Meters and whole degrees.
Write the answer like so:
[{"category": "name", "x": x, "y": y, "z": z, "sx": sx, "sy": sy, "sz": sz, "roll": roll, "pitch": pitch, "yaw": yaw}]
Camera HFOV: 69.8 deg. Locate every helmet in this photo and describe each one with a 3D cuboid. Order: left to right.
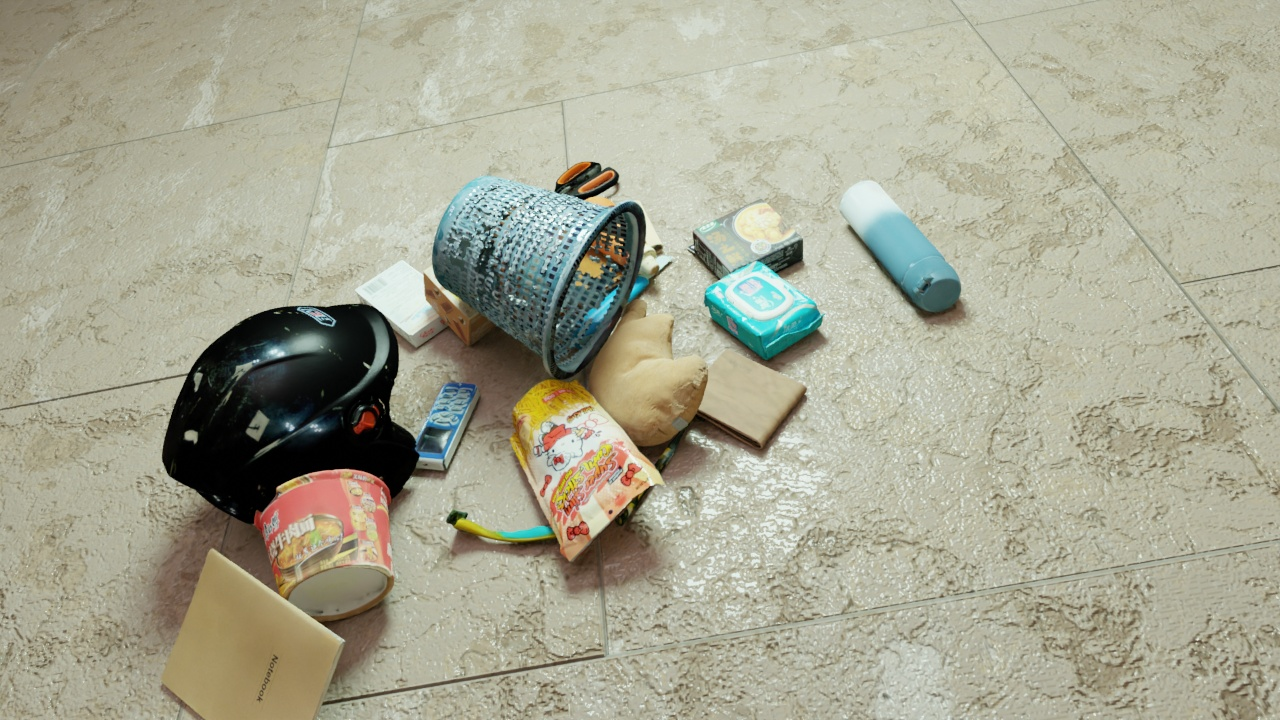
[{"category": "helmet", "x": -0.391, "y": 0.056, "z": 1.027, "sx": 0.234, "sy": 0.230, "sz": 0.275, "roll": 26, "pitch": 96, "yaw": 32}]

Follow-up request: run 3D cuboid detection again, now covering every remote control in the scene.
[{"category": "remote control", "x": -0.235, "y": 0.079, "z": 1.111, "sx": 0.049, "sy": 0.024, "sz": 0.124, "roll": 3, "pitch": 46, "yaw": 16}]

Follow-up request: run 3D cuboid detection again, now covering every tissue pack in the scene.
[{"category": "tissue pack", "x": 0.152, "y": -0.063, "z": 1.140, "sx": 0.093, "sy": 0.050, "sz": 0.133, "roll": -31, "pitch": 48, "yaw": -18}]

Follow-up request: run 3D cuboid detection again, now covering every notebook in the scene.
[{"category": "notebook", "x": -0.380, "y": 0.292, "z": 0.889, "sx": 0.208, "sy": 0.008, "sz": 0.148, "roll": 21, "pitch": 91, "yaw": 30}]

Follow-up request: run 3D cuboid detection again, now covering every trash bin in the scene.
[{"category": "trash bin", "x": -0.129, "y": -0.119, "z": 1.098, "sx": 0.195, "sy": 0.227, "sz": 0.225, "roll": 26, "pitch": 56, "yaw": 16}]

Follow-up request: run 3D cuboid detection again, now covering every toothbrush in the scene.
[{"category": "toothbrush", "x": 0.028, "y": 0.114, "z": 1.025, "sx": 0.017, "sy": 0.012, "sz": 0.185, "roll": 26, "pitch": 56, "yaw": 20}]

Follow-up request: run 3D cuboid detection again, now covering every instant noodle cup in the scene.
[{"category": "instant noodle cup", "x": -0.317, "y": 0.196, "z": 0.949, "sx": 0.138, "sy": 0.138, "sz": 0.108, "roll": -20, "pitch": 54, "yaw": -7}]

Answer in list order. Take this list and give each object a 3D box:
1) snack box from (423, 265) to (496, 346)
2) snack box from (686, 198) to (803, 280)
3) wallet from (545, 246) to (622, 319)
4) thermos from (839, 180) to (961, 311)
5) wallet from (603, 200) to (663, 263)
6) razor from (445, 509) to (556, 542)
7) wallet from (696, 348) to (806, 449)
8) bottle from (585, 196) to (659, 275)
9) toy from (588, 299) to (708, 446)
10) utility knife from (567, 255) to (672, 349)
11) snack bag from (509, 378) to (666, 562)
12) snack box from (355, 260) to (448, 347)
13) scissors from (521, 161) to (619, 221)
[{"category": "snack box", "x": -0.221, "y": -0.092, "z": 1.214, "sx": 0.092, "sy": 0.077, "sz": 0.094, "roll": -39, "pitch": 77, "yaw": -23}, {"category": "snack box", "x": 0.139, "y": -0.159, "z": 1.243, "sx": 0.113, "sy": 0.053, "sz": 0.125, "roll": -27, "pitch": 52, "yaw": -13}, {"category": "wallet", "x": -0.101, "y": -0.107, "z": 1.256, "sx": 0.131, "sy": 0.031, "sz": 0.108, "roll": -34, "pitch": 45, "yaw": -19}, {"category": "thermos", "x": 0.331, "y": -0.147, "z": 1.174, "sx": 0.070, "sy": 0.070, "sz": 0.220, "roll": -19, "pitch": 46, "yaw": -6}, {"category": "wallet", "x": -0.025, "y": -0.184, "z": 1.319, "sx": 0.087, "sy": 0.024, "sz": 0.115, "roll": -20, "pitch": 48, "yaw": -3}, {"category": "razor", "x": -0.141, "y": 0.181, "z": 0.987, "sx": 0.133, "sy": 0.043, "sz": 0.028, "roll": 4, "pitch": 74, "yaw": 11}, {"category": "wallet", "x": 0.118, "y": 0.041, "z": 1.061, "sx": 0.115, "sy": 0.020, "sz": 0.101, "roll": 28, "pitch": 56, "yaw": 24}, {"category": "bottle", "x": -0.027, "y": -0.163, "z": 1.251, "sx": 0.066, "sy": 0.067, "sz": 0.149, "roll": -35, "pitch": 60, "yaw": -21}, {"category": "toy", "x": -0.006, "y": 0.006, "z": 1.077, "sx": 0.143, "sy": 0.082, "sz": 0.226, "roll": -39, "pitch": 42, "yaw": 7}, {"category": "utility knife", "x": -0.024, "y": -0.085, "z": 1.226, "sx": 0.034, "sy": 0.018, "sz": 0.202, "roll": 29, "pitch": 58, "yaw": 29}, {"category": "snack bag", "x": -0.069, "y": 0.108, "z": 0.995, "sx": 0.128, "sy": 0.073, "sz": 0.208, "roll": -41, "pitch": 42, "yaw": 1}, {"category": "snack box", "x": -0.325, "y": -0.082, "z": 1.287, "sx": 0.084, "sy": 0.027, "sz": 0.157, "roll": -38, "pitch": 50, "yaw": -23}, {"category": "scissors", "x": -0.141, "y": -0.243, "z": 1.411, "sx": 0.234, "sy": 0.022, "sz": 0.161, "roll": -22, "pitch": 39, "yaw": -3}]
